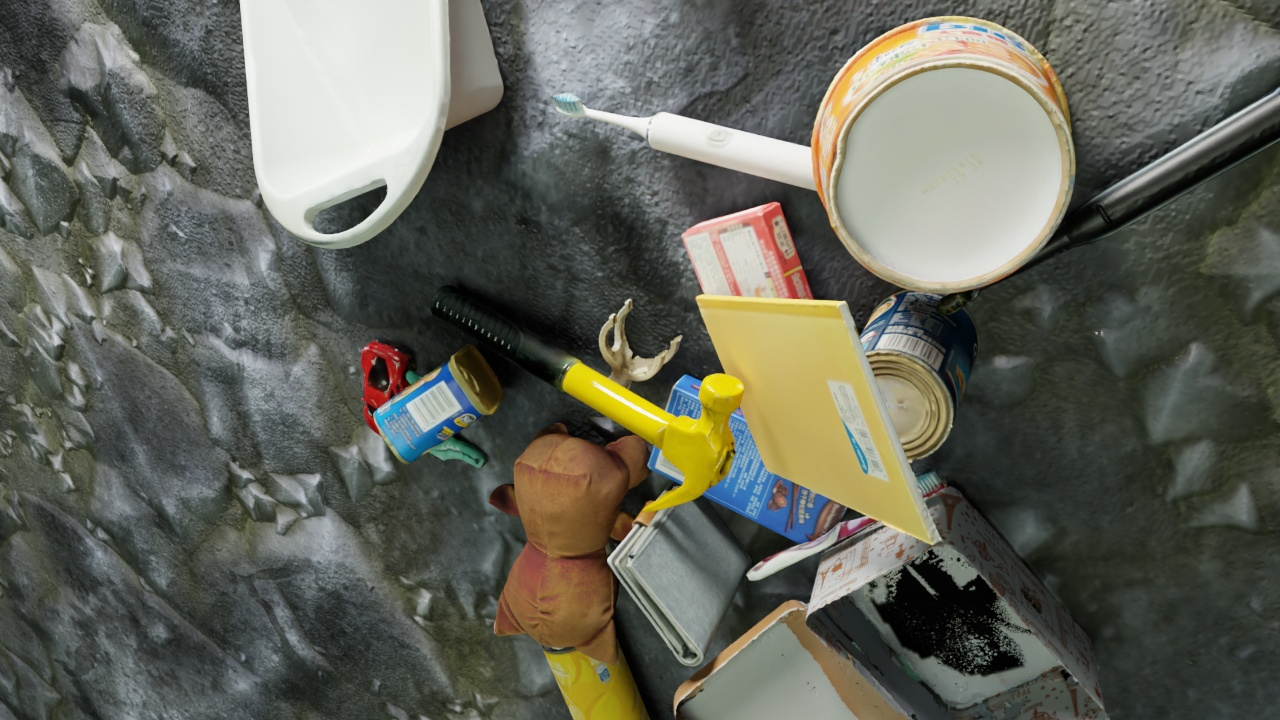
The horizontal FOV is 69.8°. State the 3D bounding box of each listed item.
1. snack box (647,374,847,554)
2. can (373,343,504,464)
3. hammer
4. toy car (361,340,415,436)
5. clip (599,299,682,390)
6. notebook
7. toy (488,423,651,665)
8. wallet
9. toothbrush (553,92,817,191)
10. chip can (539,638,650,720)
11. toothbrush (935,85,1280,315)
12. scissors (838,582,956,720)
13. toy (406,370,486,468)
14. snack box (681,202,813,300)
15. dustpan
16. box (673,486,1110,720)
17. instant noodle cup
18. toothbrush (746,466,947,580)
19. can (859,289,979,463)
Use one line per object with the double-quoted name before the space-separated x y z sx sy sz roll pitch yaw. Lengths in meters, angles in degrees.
"snack box" 0.088 0.081 0.716 0.157 0.026 0.085 25 124 15
"can" -0.167 0.036 0.769 0.083 0.102 0.057 -33 98 5
"hammer" -0.054 0.013 0.715 0.301 0.032 0.129 29 124 29
"toy car" -0.240 0.033 0.868 0.049 0.031 0.106 21 124 19
"clip" -0.001 0.005 0.723 0.096 0.034 0.101 13 124 24
"notebook" 0.100 0.027 0.577 0.146 0.010 0.206 66 166 -11
"toy" -0.060 0.156 0.782 0.140 0.130 0.199 8 96 27
"wallet" 0.032 0.160 0.722 0.037 0.129 0.106 -35 94 32
"toothbrush" 0.037 -0.152 0.629 0.221 0.026 0.026 19 156 19
"chip can" -0.027 0.345 0.884 0.072 0.071 0.213 -10 107 32
"toothbrush" 0.263 -0.083 0.522 0.213 0.027 0.026 -33 86 28
"scissors" 0.219 0.248 0.734 0.129 0.019 0.186 23 124 17
"toy" -0.181 0.061 0.852 0.096 0.030 0.092 28 129 5
"snack box" 0.089 -0.031 0.650 0.075 0.025 0.153 -8 110 47
"dustpan" -0.218 -0.223 0.662 0.223 0.142 0.258 -12 109 32
"box" 0.173 0.237 0.675 0.178 0.102 0.262 47 118 -5
"instant noodle cup" 0.167 -0.109 0.510 0.151 0.111 0.151 6 112 13
"toothbrush" 0.145 0.125 0.682 0.188 0.016 0.017 -37 89 36
"can" 0.169 0.008 0.584 0.075 0.110 0.075 12 119 23
